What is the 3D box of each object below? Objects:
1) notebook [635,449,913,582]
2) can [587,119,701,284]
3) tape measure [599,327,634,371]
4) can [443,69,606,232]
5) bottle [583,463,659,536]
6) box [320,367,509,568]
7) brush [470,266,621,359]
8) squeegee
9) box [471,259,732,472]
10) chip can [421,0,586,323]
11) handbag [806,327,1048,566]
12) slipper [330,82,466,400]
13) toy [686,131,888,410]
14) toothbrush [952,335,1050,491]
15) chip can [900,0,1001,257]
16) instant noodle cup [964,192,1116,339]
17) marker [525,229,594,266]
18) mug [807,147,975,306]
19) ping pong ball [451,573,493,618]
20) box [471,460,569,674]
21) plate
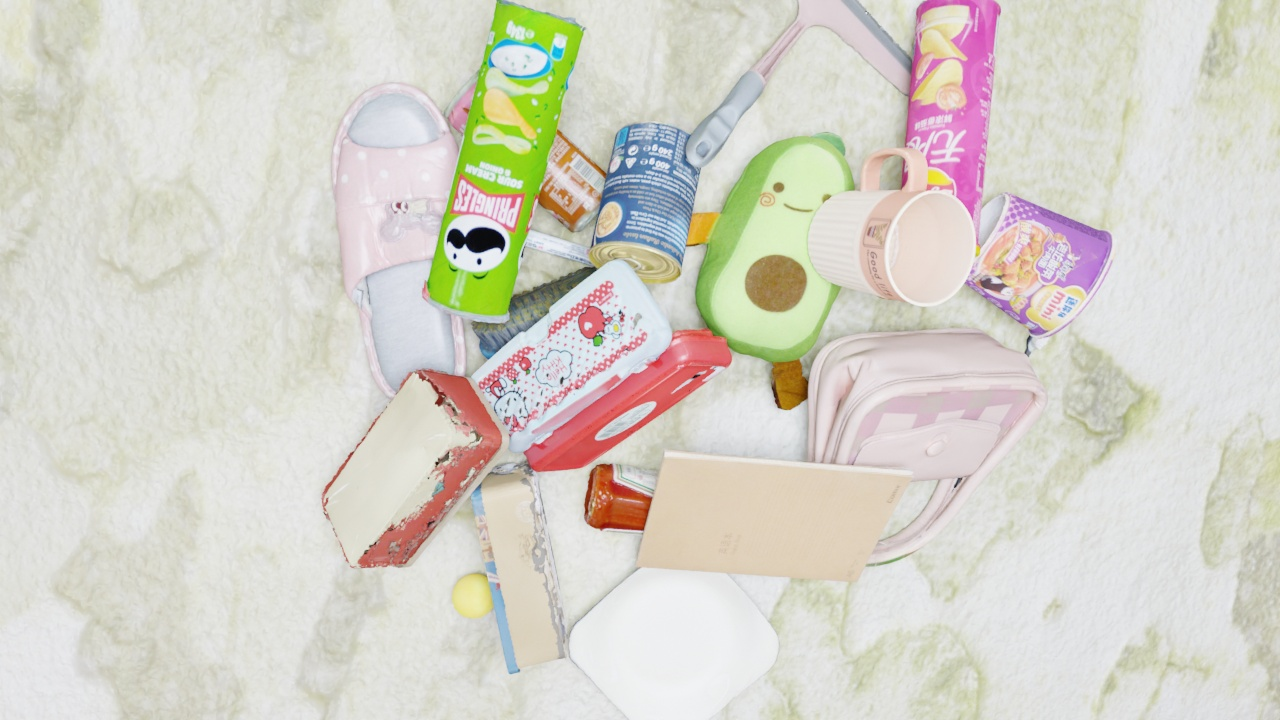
[{"bbox_3d":[0.111,0.139,0.798,0.211,0.012,0.150,6,130,-8],"label":"notebook"},{"bbox_3d":[0.006,-0.126,0.734,0.075,0.075,0.111,14,75,-9],"label":"can"},{"bbox_3d":[-0.005,0.005,0.820,0.066,0.033,0.066,42,95,-13],"label":"tape measure"},{"bbox_3d":[-0.090,-0.174,0.766,0.147,0.058,0.058,41,93,-11],"label":"can"},{"bbox_3d":[0.053,0.138,0.839,0.206,0.060,0.060,10,98,-9],"label":"bottle"},{"bbox_3d":[-0.194,0.092,0.756,0.169,0.076,0.091,-50,58,20],"label":"box"},{"bbox_3d":[-0.071,-0.032,0.798,0.144,0.055,0.073,-22,126,0],"label":"brush"},{"bbox_3d":[0.099,-0.236,0.756,0.247,0.040,0.249,42,63,-12],"label":"squeegee"},{"bbox_3d":[-0.038,0.008,0.756,0.202,0.118,0.098,-36,67,33],"label":"box"},{"bbox_3d":[-0.107,-0.150,0.705,0.072,0.072,0.236,15,105,-9],"label":"chip can"},{"bbox_3d":[0.238,0.089,0.829,0.193,0.093,0.235,-1,121,-19],"label":"handbag"},{"bbox_3d":[-0.198,-0.092,0.771,0.114,0.054,0.274,-3,101,-5],"label":"slipper"},{"bbox_3d":[0.116,-0.080,0.790,0.227,0.090,0.247,12,100,-11],"label":"toy"},{"bbox_3d":[0.343,0.047,0.875,0.015,0.018,0.181,25,98,-13],"label":"toothbrush"},{"bbox_3d":[0.259,-0.194,0.776,0.071,0.071,0.210,6,87,-7],"label":"chip can"},{"bbox_3d":[0.338,-0.089,0.808,0.099,0.111,0.111,28,96,-2],"label":"instant noodle cup"},{"bbox_3d":[-0.075,-0.100,0.802,0.145,0.017,0.017,16,98,-9],"label":"marker"},{"bbox_3d":[0.190,-0.105,0.708,0.081,0.106,0.114,-8,104,-22],"label":"mug"},{"bbox_3d":[-0.152,0.215,0.837,0.040,0.040,0.040,-1,100,-6],"label":"ping pong ball"},{"bbox_3d":[-0.104,0.186,0.813,0.060,0.090,0.184,-9,96,-5],"label":"box"},{"bbox_3d":[0.031,0.264,0.869,0.163,0.034,0.164,-40,101,2],"label":"plate"}]
